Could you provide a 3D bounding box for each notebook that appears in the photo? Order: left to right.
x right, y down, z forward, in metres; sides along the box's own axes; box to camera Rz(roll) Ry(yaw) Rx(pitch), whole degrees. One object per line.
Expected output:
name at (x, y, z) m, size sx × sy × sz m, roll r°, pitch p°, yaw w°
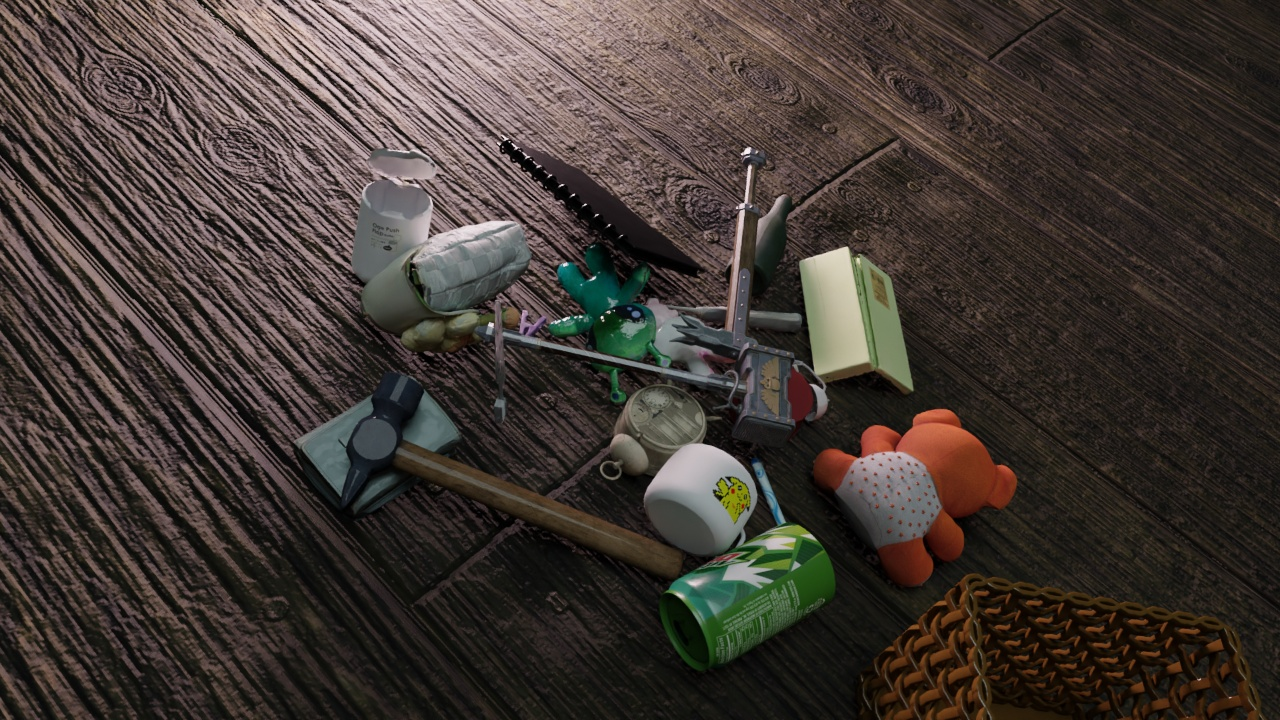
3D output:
notebook at (-0.047, -0.176, 1.055) m, size 0.231 × 0.019 × 0.169 m, roll 42°, pitch 17°, yaw 26°

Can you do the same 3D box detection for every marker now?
marker at (0.138, 0.158, 0.917) m, size 0.013 × 0.013 × 0.141 m, roll -7°, pitch 54°, yaw -19°

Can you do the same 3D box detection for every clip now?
clip at (-0.118, -0.035, 1.005) m, size 0.045 × 0.014 × 0.050 m, roll -1°, pitch 50°, yaw -19°

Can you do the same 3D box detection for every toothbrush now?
toothbrush at (-0.133, 0.006, 0.857) m, size 0.010 × 0.182 × 0.010 m, roll 13°, pitch 53°, yaw 2°
toothbrush at (0.097, -0.053, 1.068) m, size 0.185 × 0.022 × 0.024 m, roll 6°, pitch 87°, yaw -10°

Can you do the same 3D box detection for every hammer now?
hammer at (-0.109, 0.131, 0.831) m, size 0.321 × 0.040 × 0.129 m, roll 24°, pitch 64°, yaw -8°
hammer at (-0.005, 0.006, 0.914) m, size 0.322 × 0.044 × 0.098 m, roll 13°, pitch 51°, yaw -7°
hammer at (0.125, -0.131, 1.058) m, size 0.147 × 0.028 × 0.316 m, roll 17°, pitch 55°, yaw -10°

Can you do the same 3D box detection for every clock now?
clock at (0.011, 0.075, 0.922) m, size 0.093 × 0.055 × 0.140 m, roll 40°, pitch 51°, yaw 18°
clock at (0.147, 0.041, 0.991) m, size 0.124 × 0.044 × 0.087 m, roll -27°, pitch 63°, yaw -30°

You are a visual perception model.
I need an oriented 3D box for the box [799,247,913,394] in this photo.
box at (0.258, -0.052, 1.088) m, size 0.133 × 0.061 × 0.187 m, roll 11°, pitch 50°, yaw -9°

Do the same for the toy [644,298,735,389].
toy at (0.047, -0.022, 1.020) m, size 0.125 × 0.037 × 0.075 m, roll 37°, pitch 56°, yaw 19°

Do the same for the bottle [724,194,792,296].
bottle at (0.157, -0.153, 1.141) m, size 0.055 × 0.055 × 0.173 m, roll 25°, pitch 49°, yaw 6°

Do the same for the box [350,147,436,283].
box at (-0.261, -0.159, 0.973) m, size 0.081 × 0.160 × 0.091 m, roll 16°, pitch 39°, yaw -9°

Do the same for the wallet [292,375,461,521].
wallet at (-0.246, 0.079, 0.859) m, size 0.100 × 0.054 × 0.131 m, roll 40°, pitch 59°, yaw 19°

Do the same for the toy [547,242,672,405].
toy at (-0.032, -0.047, 1.004) m, size 0.131 × 0.072 × 0.193 m, roll -33°, pitch 55°, yaw 10°

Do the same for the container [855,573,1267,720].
container at (0.309, 0.337, 0.685) m, size 0.219 × 0.215 × 0.251 m, roll 11°, pitch 50°, yaw -6°

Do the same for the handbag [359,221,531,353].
handbag at (-0.186, -0.075, 0.957) m, size 0.171 × 0.113 × 0.123 m, roll -33°, pitch 99°, yaw -44°

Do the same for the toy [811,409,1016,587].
toy at (0.281, 0.128, 0.934) m, size 0.172 × 0.093 × 0.163 m, roll -26°, pitch 59°, yaw -16°

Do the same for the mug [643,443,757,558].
mug at (0.061, 0.141, 0.865) m, size 0.115 × 0.094 × 0.067 m, roll 55°, pitch 52°, yaw -18°

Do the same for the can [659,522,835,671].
can at (0.096, 0.209, 0.818) m, size 0.143 × 0.083 × 0.083 m, roll -21°, pitch 60°, yaw -28°
